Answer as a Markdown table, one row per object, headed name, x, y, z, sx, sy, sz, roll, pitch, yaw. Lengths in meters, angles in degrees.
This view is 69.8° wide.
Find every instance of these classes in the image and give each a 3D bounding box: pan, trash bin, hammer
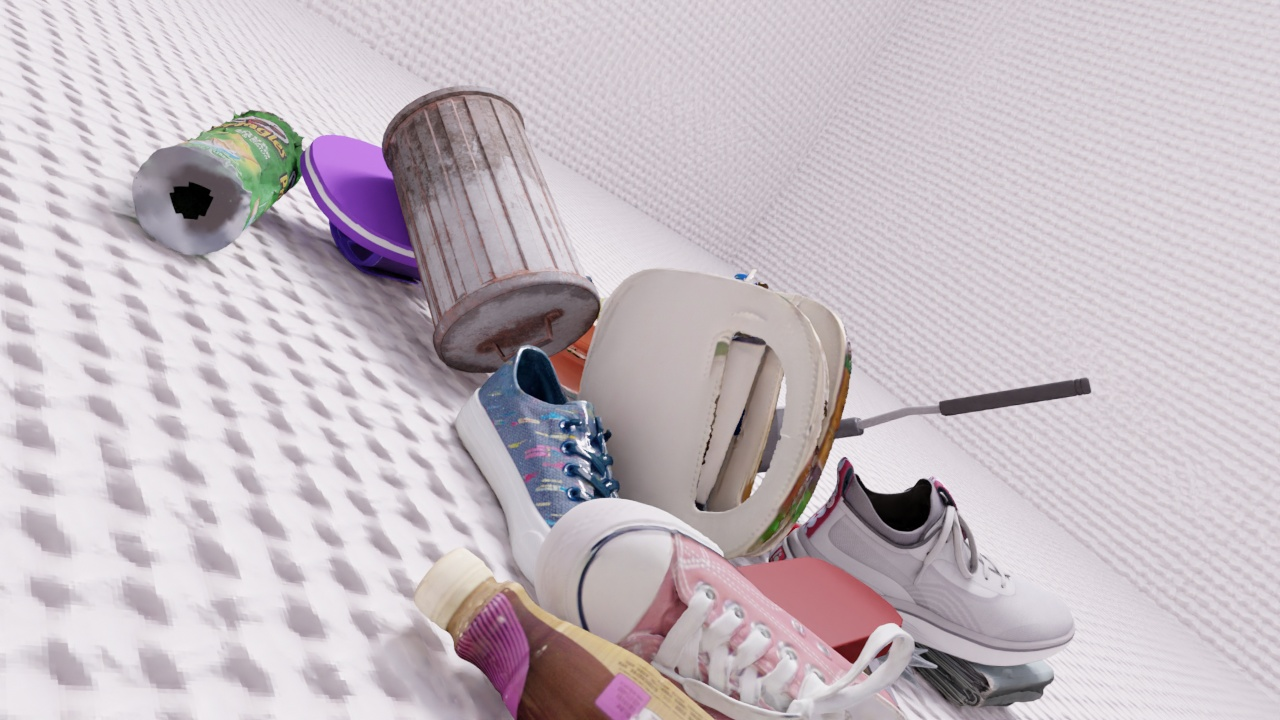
| name | x | y | z | sx | sy | sz | roll | pitch | yaw |
| --- | --- | --- | --- | --- | --- | --- | --- | --- | --- |
| pan | 0.152 | 0.055 | 0.708 | 0.178 | 0.358 | 0.041 | 13 | 68 | -62 |
| trash bin | -0.121 | -0.097 | 0.733 | 0.130 | 0.131 | 0.211 | 17 | 46 | -56 |
| hammer | 0.158 | 0.244 | 0.560 | 0.147 | 0.028 | 0.316 | 27 | 12 | -8 |

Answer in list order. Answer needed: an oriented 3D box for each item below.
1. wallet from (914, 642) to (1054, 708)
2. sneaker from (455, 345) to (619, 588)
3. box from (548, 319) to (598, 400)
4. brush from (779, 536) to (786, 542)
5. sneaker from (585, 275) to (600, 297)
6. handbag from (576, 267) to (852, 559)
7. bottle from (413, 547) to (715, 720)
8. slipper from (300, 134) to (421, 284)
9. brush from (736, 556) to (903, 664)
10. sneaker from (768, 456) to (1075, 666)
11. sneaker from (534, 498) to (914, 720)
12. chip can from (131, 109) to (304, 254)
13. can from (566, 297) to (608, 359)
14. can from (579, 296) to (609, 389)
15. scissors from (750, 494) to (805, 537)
| name | x | y | z | sx | sy | sz | roll | pitch | yaw |
| --- | --- | --- | --- | --- | --- | --- | --- | --- | --- |
| wallet | 0.285 | 0.259 | 0.796 | 0.131 | 0.054 | 0.100 | 20 | 11 | -43 |
| sneaker | -0.041 | 0.072 | 0.561 | 0.087 | 0.079 | 0.235 | 25 | 16 | -39 |
| box | -0.011 | 0.022 | 0.857 | 0.187 | 0.083 | 0.043 | 28 | 11 | -23 |
| brush | 0.173 | 0.178 | 0.884 | 0.135 | 0.015 | 0.050 | 24 | 15 | -41 |
| sneaker | 0.000 | -0.009 | 0.967 | 0.235 | 0.087 | 0.089 | 37 | 12 | 12 |
| handbag | 0.052 | 0.036 | 0.591 | 0.093 | 0.200 | 0.200 | 15 | -2 | -39 |
| bottle | -0.025 | 0.141 | 0.381 | 0.166 | 0.060 | 0.059 | 37 | 12 | 14 |
| slipper | -0.202 | -0.114 | 0.847 | 0.266 | 0.084 | 0.107 | 9 | 54 | -51 |
| brush | 0.099 | 0.171 | 0.590 | 0.082 | 0.042 | 0.173 | 33 | 16 | 38 |
| sneaker | 0.244 | 0.160 | 0.741 | 0.263 | 0.129 | 0.096 | 17 | 24 | -9 |
| sneaker | 0.055 | 0.153 | 0.446 | 0.241 | 0.118 | 0.088 | 36 | -7 | -22 |
| chip can | -0.304 | -0.139 | 0.681 | 0.075 | 0.075 | 0.223 | 31 | 12 | -20 |
| can | -0.022 | -0.030 | 0.893 | 0.067 | 0.121 | 0.067 | -9 | 89 | -82 |
| can | -0.004 | 0.004 | 0.757 | 0.079 | 0.143 | 0.079 | 6 | 57 | -10 |
| scissors | 0.115 | 0.140 | 0.842 | 0.179 | 0.015 | 0.193 | 26 | 5 | -6 |
